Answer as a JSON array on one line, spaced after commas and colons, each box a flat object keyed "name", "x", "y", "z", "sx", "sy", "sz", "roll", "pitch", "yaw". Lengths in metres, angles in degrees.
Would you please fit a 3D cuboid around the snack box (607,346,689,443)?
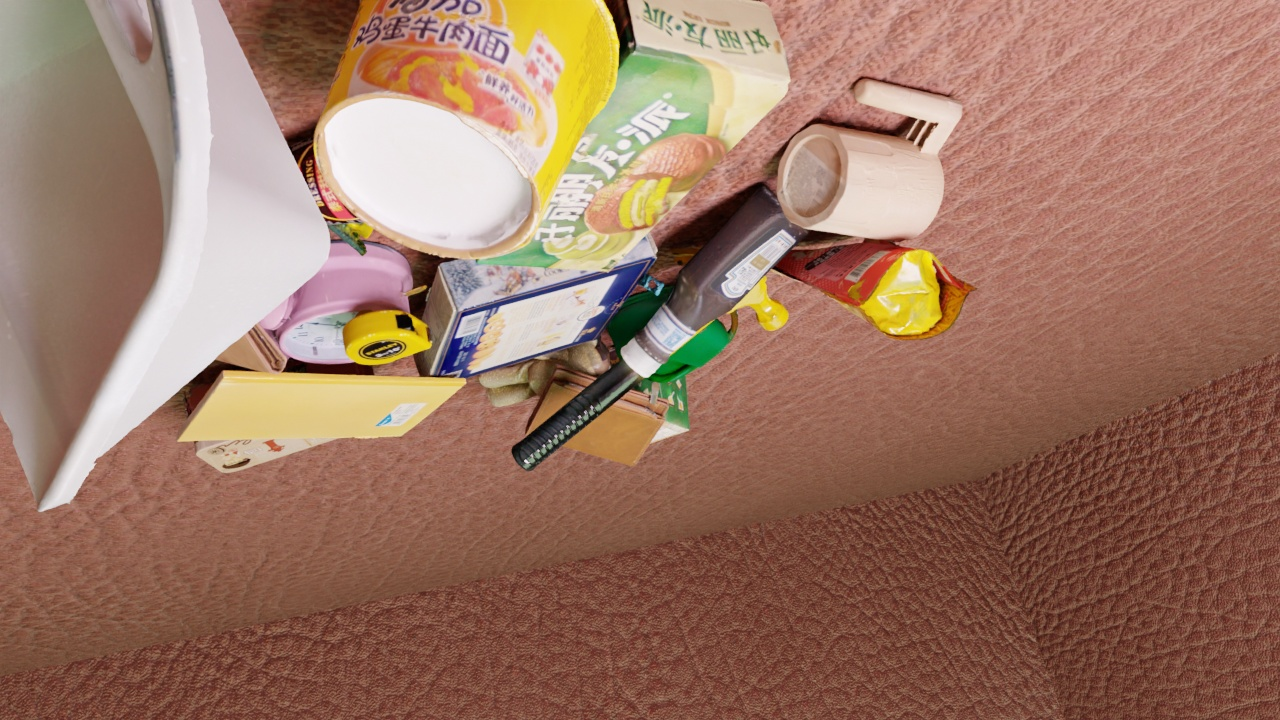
[{"name": "snack box", "x": -0.001, "y": 0.043, "z": 1.089, "sx": 0.118, "sy": 0.105, "sz": 0.117, "roll": -20, "pitch": 162, "yaw": 19}]

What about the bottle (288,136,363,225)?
[{"name": "bottle", "x": -0.194, "y": -0.112, "z": 0.572, "sx": 0.149, "sy": 0.066, "sz": 0.067, "roll": -10, "pitch": 163, "yaw": 10}]

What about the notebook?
[{"name": "notebook", "x": -0.276, "y": 0.042, "z": 0.800, "sx": 0.206, "sy": 0.010, "sz": 0.146, "roll": 3, "pitch": 155, "yaw": -39}]

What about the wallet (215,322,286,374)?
[{"name": "wallet", "x": -0.324, "y": -0.034, "z": 0.664, "sx": 0.101, "sy": 0.020, "sz": 0.115, "roll": 12, "pitch": 149, "yaw": 13}]

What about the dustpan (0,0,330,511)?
[{"name": "dustpan", "x": -0.248, "y": -0.085, "z": 0.371, "sx": 0.258, "sy": 0.222, "sz": 0.142, "roll": -30, "pitch": 171, "yaw": 11}]

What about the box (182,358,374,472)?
[{"name": "box", "x": -0.342, "y": 0.039, "z": 0.889, "sx": 0.168, "sy": 0.080, "sz": 0.091, "roll": -17, "pitch": 162, "yaw": -10}]

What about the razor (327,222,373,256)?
[{"name": "razor", "x": -0.163, "y": -0.115, "z": 0.627, "sx": 0.133, "sy": 0.028, "sz": 0.043, "roll": -23, "pitch": 129, "yaw": 31}]

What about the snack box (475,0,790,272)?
[{"name": "snack box", "x": -0.020, "y": -0.141, "z": 0.601, "sx": 0.114, "sy": 0.063, "sz": 0.241, "roll": 0, "pitch": 157, "yaw": -32}]

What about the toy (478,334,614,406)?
[{"name": "toy", "x": -0.105, "y": 0.012, "z": 1.009, "sx": 0.157, "sy": 0.066, "sz": 0.105, "roll": -16, "pitch": 120, "yaw": 17}]

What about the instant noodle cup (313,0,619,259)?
[{"name": "instant noodle cup", "x": -0.089, "y": -0.124, "z": 0.450, "sx": 0.138, "sy": 0.109, "sz": 0.138, "roll": 10, "pitch": 148, "yaw": 6}]

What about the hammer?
[{"name": "hammer", "x": -0.005, "y": 0.005, "z": 0.887, "sx": 0.301, "sy": 0.032, "sz": 0.129, "roll": -40, "pitch": 121, "yaw": 10}]

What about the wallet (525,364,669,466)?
[{"name": "wallet", "x": -0.045, "y": 0.059, "z": 0.988, "sx": 0.130, "sy": 0.035, "sz": 0.119, "roll": 19, "pitch": 128, "yaw": -15}]

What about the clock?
[{"name": "clock", "x": -0.256, "y": -0.041, "z": 0.726, "sx": 0.158, "sy": 0.059, "sz": 0.117, "roll": -4, "pitch": 158, "yaw": -25}]

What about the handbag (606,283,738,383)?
[{"name": "handbag", "x": 0.034, "y": -0.034, "z": 0.967, "sx": 0.120, "sy": 0.068, "sz": 0.131, "roll": -30, "pitch": 156, "yaw": 17}]

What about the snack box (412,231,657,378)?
[{"name": "snack box", "x": -0.098, "y": -0.047, "z": 0.800, "sx": 0.182, "sy": 0.045, "sz": 0.178, "roll": -19, "pitch": 166, "yaw": -26}]

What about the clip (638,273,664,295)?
[{"name": "clip", "x": 0.011, "y": -0.066, "z": 0.802, "sx": 0.047, "sy": 0.014, "sz": 0.057, "roll": 29, "pitch": -174, "yaw": -3}]

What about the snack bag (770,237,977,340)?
[{"name": "snack bag", "x": 0.192, "y": -0.080, "z": 0.810, "sx": 0.128, "sy": 0.073, "sz": 0.208, "roll": -11, "pitch": -160, "yaw": -11}]

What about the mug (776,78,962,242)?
[{"name": "mug", "x": 0.179, "y": -0.153, "z": 0.709, "sx": 0.103, "sy": 0.084, "sz": 0.125, "roll": 0, "pitch": 133, "yaw": -34}]

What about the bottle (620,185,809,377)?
[{"name": "bottle", "x": 0.060, "y": -0.064, "z": 0.805, "sx": 0.195, "sy": 0.044, "sz": 0.079, "roll": -46, "pitch": 153, "yaw": 15}]

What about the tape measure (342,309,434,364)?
[{"name": "tape measure", "x": -0.196, "y": -0.020, "z": 0.695, "sx": 0.060, "sy": 0.029, "sz": 0.057, "roll": -19, "pitch": 161, "yaw": 10}]
